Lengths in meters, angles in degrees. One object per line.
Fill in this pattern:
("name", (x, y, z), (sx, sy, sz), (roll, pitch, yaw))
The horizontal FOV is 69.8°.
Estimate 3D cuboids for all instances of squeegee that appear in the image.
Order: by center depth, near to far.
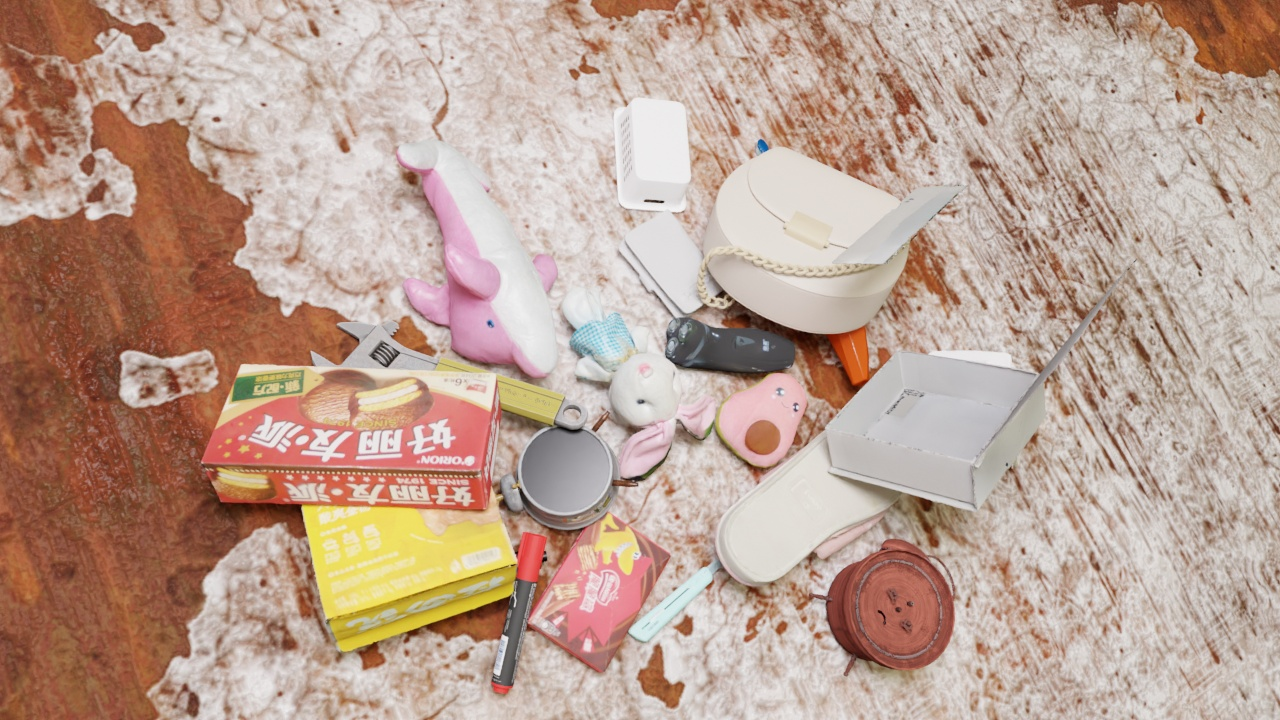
("squeegee", (0.221, -0.058, 1.041), (0.249, 0.055, 0.184), (-8, 68, -19))

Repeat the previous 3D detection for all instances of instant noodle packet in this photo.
("instant noodle packet", (-0.221, 0.128, 0.839), (0.162, 0.084, 0.221), (-15, 57, -17))

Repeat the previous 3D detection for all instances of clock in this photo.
("clock", (-0.085, 0.115, 0.895), (0.147, 0.056, 0.104), (-20, 72, -8))
("clock", (0.265, 0.252, 0.949), (0.157, 0.072, 0.120), (-19, 80, -20))

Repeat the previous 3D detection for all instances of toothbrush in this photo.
("toothbrush", (0.167, -0.202, 1.094), (0.021, 0.017, 0.135), (-21, 83, -18))

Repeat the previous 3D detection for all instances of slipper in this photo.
("slipper", (0.181, 0.148, 0.965), (0.273, 0.055, 0.114), (-25, 77, -32))

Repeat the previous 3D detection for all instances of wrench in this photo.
("wrench", (-0.183, 0.020, 0.888), (0.273, 0.018, 0.083), (18, 61, 4))

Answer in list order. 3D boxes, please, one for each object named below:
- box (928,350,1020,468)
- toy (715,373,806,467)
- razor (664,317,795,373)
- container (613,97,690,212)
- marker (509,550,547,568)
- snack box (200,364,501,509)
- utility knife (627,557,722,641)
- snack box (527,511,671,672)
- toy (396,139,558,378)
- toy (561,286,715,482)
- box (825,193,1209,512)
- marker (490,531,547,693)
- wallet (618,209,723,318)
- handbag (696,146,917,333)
("box", (0.395, 0.063, 1.055), (0.124, 0.136, 0.108), (2, 68, 27))
("toy", (0.133, 0.058, 0.981), (0.090, 0.051, 0.109), (44, 63, -6))
("razor", (0.097, -0.016, 0.983), (0.140, 0.064, 0.053), (5, 71, -3))
("container", (0.016, -0.238, 1.039), (0.080, 0.050, 0.129), (1, 73, -16))
("marker", (-0.150, 0.196, 0.868), (0.125, 0.025, 0.025), (-6, 75, -18))
("snack box", (-0.247, 0.067, 0.811), (0.236, 0.060, 0.113), (2, 47, 0))
("utility knife", (0.041, 0.237, 0.920), (0.128, 0.015, 0.022), (-36, 54, -24))
("snack box", (-0.040, 0.222, 0.895), (0.089, 0.021, 0.132), (34, 67, -3))
("toy", (-0.173, -0.090, 0.917), (0.128, 0.186, 0.265), (-27, 82, 19))
("toy", (-0.006, 0.005, 0.925), (0.131, 0.106, 0.205), (-30, 84, -19))
("box", (0.338, 0.022, 0.845), (0.150, 0.370, 0.166), (49, 55, 3))
("marker", (-0.115, 0.234, 0.853), (0.023, 0.021, 0.145), (11, 83, 10))
("wallet", (0.035, -0.104, 1.017), (0.086, 0.032, 0.116), (-32, 83, -34))
("handbag", (0.178, -0.127, 1.002), (0.211, 0.104, 0.208), (27, 52, 8))
